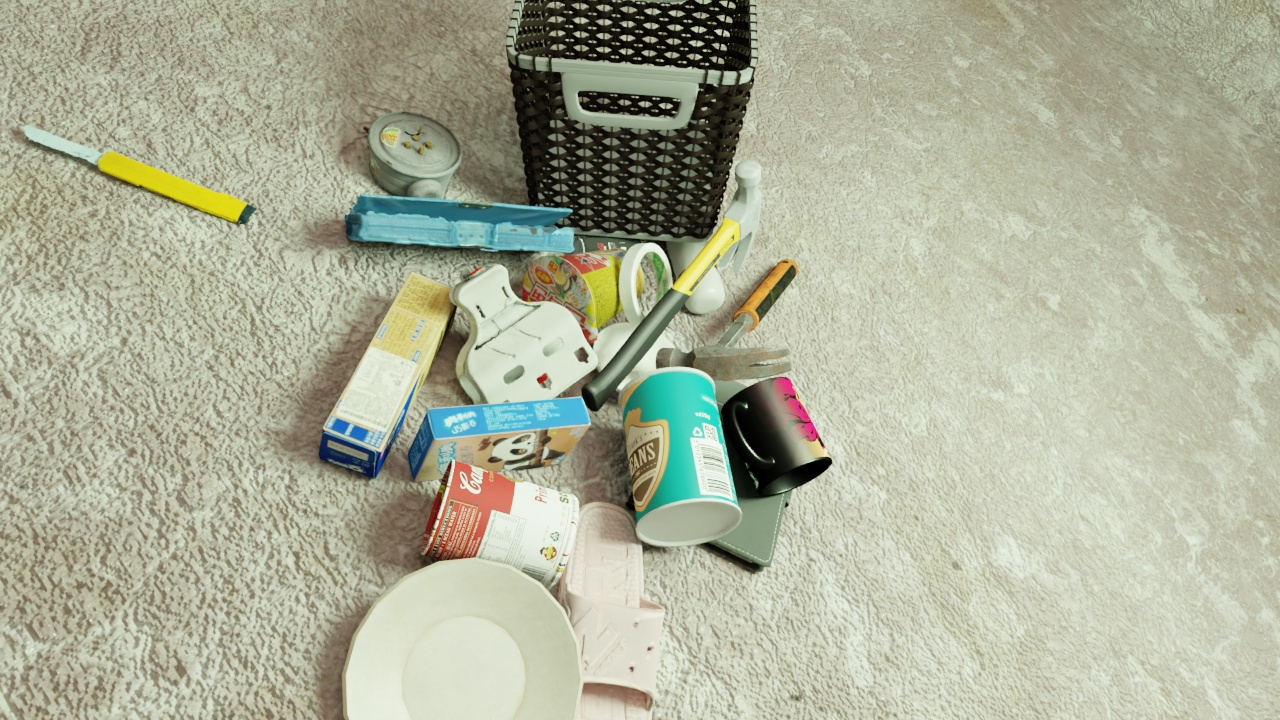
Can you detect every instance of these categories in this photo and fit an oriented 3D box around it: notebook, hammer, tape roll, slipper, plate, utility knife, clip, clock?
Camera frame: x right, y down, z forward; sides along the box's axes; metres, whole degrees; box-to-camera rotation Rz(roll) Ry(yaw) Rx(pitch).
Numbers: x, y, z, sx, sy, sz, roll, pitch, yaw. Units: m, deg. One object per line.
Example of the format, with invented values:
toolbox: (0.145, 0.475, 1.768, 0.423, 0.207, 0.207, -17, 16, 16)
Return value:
notebook: (0.089, 0.106, 0.986, 0.169, 0.030, 0.208, 27, 53, -5)
hammer: (0.141, -0.055, 1.065, 0.138, 0.035, 0.313, 1, 25, 26)
tape roll: (0.007, -0.081, 1.010, 0.093, 0.018, 0.094, -3, 94, -60)
slipper: (-0.028, 0.228, 0.814, 0.094, 0.065, 0.238, 13, 51, -19)
plate: (-0.142, 0.257, 0.741, 0.188, 0.027, 0.188, 6, 67, -13)
plate: (-0.006, 0.006, 1.006, 0.104, 0.026, 0.104, 13, 48, -15)
utility knife: (-0.491, -0.184, 0.902, 0.217, 0.019, 0.030, 23, 44, -17)
hammer: (0.040, -0.070, 0.989, 0.029, 0.127, 0.322, 27, 63, 23)
clip: (-0.134, -0.021, 0.918, 0.126, 0.099, 0.152, -37, 91, -24)
clock: (-0.251, -0.220, 1.026, 0.103, 0.056, 0.147, -7, 59, -30)

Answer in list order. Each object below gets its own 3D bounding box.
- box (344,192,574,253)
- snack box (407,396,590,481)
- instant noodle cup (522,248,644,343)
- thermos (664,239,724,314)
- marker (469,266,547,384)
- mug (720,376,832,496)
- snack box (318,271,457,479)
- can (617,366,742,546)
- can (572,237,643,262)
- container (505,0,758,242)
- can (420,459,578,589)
box: (-0.191, -0.147, 0.980, 0.231, 0.093, 0.054, 0, 100, -26)
snack box: (-0.132, 0.073, 0.855, 0.151, 0.087, 0.034, -4, 60, -30)
instant noodle cup: (-0.056, -0.080, 1.006, 0.100, 0.101, 0.112, 48, 42, 11)
thermos: (0.055, -0.158, 1.139, 0.052, 0.052, 0.223, 2, 57, -26)
marker: (-0.139, -0.038, 0.976, 0.023, 0.021, 0.145, -15, 65, -43)
mug: (0.129, 0.078, 0.943, 0.117, 0.082, 0.098, 7, 51, -49)
snack box: (-0.234, 0.011, 0.870, 0.056, 0.057, 0.206, 23, 50, -7)
can: (0.036, 0.093, 0.890, 0.099, 0.099, 0.143, 7, 53, -23)
can: (-0.038, -0.129, 1.086, 0.080, 0.032, 0.031, -4, 59, -29)
container: (-0.010, -0.304, 1.044, 0.247, 0.244, 0.245, 4, 53, 0)
can: (-0.123, 0.145, 0.809, 0.116, 0.087, 0.086, 19, 51, -14)
